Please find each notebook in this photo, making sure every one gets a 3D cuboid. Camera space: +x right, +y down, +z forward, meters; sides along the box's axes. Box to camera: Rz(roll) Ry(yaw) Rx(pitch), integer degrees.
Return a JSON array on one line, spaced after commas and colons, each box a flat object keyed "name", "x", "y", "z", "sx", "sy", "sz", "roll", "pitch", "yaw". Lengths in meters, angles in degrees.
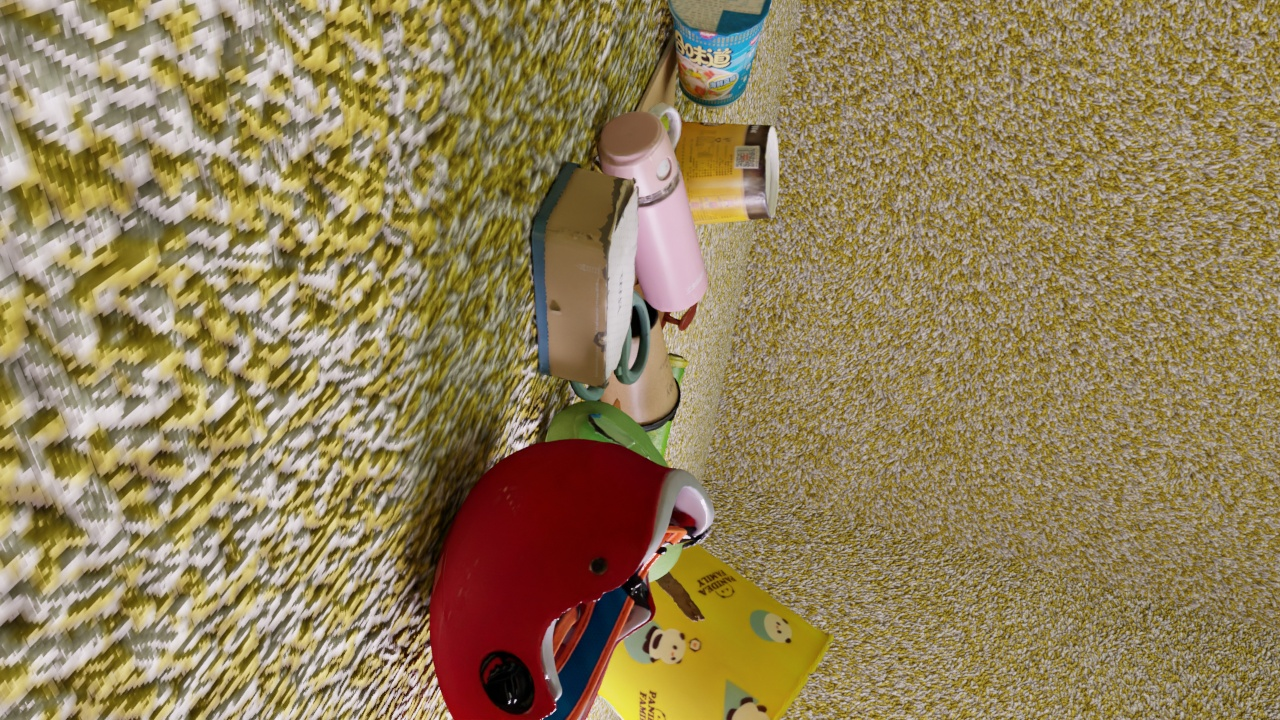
[{"name": "notebook", "x": 0.006, "y": -0.213, "z": 0.928, "sx": 0.148, "sy": 0.008, "sz": 0.207, "roll": 93, "pitch": 13, "yaw": -51}]

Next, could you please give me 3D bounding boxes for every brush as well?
[{"name": "brush", "x": 0.042, "y": -0.085, "z": 1.165, "sx": 0.145, "sy": 0.069, "sz": 0.063, "roll": -64, "pitch": 166, "yaw": -54}]

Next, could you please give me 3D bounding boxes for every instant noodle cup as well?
[{"name": "instant noodle cup", "x": 0.073, "y": -0.312, "z": 0.903, "sx": 0.110, "sy": 0.099, "sz": 0.099, "roll": 90, "pitch": 17, "yaw": -62}, {"name": "instant noodle cup", "x": 0.079, "y": -0.192, "z": 0.943, "sx": 0.118, "sy": 0.114, "sz": 0.118, "roll": 3, "pitch": 89, "yaw": -73}]

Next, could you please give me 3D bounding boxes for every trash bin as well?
[{"name": "trash bin", "x": 0.041, "y": 0.311, "z": 1.013, "sx": 0.229, "sy": 0.255, "sz": 0.230, "roll": -47, "pitch": 164, "yaw": -18}]

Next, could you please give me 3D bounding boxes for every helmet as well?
[{"name": "helmet", "x": -0.066, "y": 0.155, "z": 0.623, "sx": 0.240, "sy": 0.144, "sz": 0.206, "roll": -63, "pitch": 164, "yaw": 10}]

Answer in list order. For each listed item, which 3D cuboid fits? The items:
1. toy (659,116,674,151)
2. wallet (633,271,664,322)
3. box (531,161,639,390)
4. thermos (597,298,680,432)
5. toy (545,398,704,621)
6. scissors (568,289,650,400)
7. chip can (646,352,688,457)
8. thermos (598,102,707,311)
[{"name": "toy", "x": 0.009, "y": -0.180, "z": 0.862, "sx": 0.096, "sy": 0.031, "sz": 0.100, "roll": 22, "pitch": 87, "yaw": -78}, {"name": "wallet", "x": 0.010, "y": -0.103, "z": 0.989, "sx": 0.119, "sy": 0.035, "sz": 0.130, "roll": 70, "pitch": 33, "yaw": -56}, {"name": "box", "x": -0.041, "y": -0.064, "z": 0.702, "sx": 0.185, "sy": 0.061, "sz": 0.089, "roll": 92, "pitch": 14, "yaw": -47}, {"name": "thermos", "x": -0.006, "y": 0.006, "z": 0.959, "sx": 0.143, "sy": 0.093, "sz": 0.092, "roll": 84, "pitch": 20, "yaw": -46}, {"name": "toy", "x": -0.013, "y": 0.122, "z": 0.810, "sx": 0.226, "sy": 0.090, "sz": 0.247, "roll": -99, "pitch": 164, "yaw": -48}, {"name": "scissors", "x": -0.022, "y": -0.053, "z": 0.842, "sx": 0.143, "sy": 0.019, "sz": 0.180, "roll": -7, "pitch": 104, "yaw": -50}, {"name": "chip can", "x": 0.004, "y": 0.096, "z": 1.202, "sx": 0.072, "sy": 0.072, "sz": 0.221, "roll": -16, "pitch": 120, "yaw": -80}, {"name": "thermos", "x": 0.018, "y": -0.135, "z": 0.814, "sx": 0.087, "sy": 0.067, "sz": 0.199, "roll": -51, "pitch": 148, "yaw": -22}]
